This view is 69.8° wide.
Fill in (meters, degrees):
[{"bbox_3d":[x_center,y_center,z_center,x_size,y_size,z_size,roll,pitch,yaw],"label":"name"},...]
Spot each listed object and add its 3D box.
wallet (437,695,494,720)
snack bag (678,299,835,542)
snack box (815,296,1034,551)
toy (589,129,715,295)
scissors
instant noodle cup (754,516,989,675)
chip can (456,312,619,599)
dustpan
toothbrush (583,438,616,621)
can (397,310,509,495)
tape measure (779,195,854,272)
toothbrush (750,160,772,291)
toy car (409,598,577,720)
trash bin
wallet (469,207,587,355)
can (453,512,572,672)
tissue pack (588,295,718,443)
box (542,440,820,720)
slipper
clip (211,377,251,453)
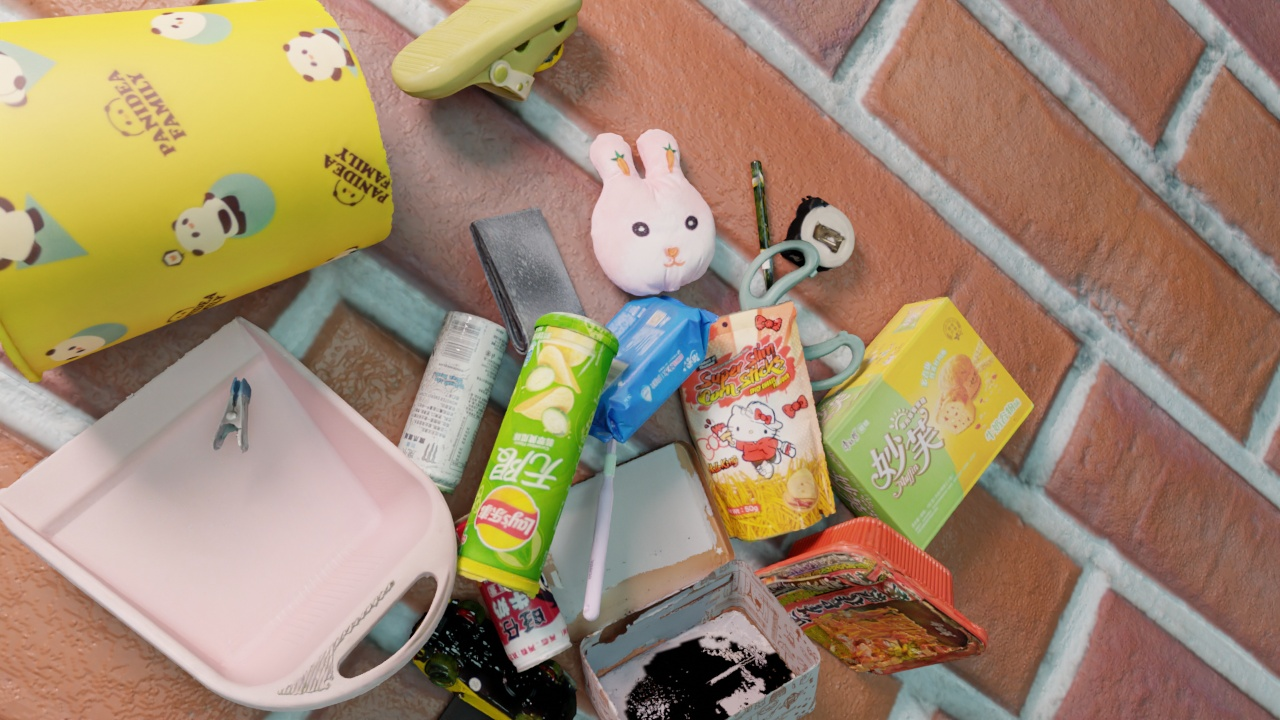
[{"bbox_3d":[-0.147,0.346,0.773,0.096,0.020,0.122,42,73,-17],"label":"wallet"},{"bbox_3d":[0.105,0.057,0.856,0.129,0.073,0.208,-14,94,10],"label":"snack bag"},{"bbox_3d":[0.276,0.062,0.924,0.209,0.070,0.157,-46,102,-18],"label":"snack box"},{"bbox_3d":[0.006,-0.139,0.848,0.121,0.054,0.159,-13,83,-21],"label":"toy"},{"bbox_3d":[0.132,-0.044,0.885,0.172,0.019,0.179,-2,94,-5],"label":"scissors"},{"bbox_3d":[0.210,0.216,0.853,0.189,0.165,0.078,37,51,-15],"label":"instant noodle cup"},{"bbox_3d":[-0.080,0.070,0.725,0.072,0.073,0.221,23,75,-18],"label":"chip can"},{"bbox_3d":[-0.270,0.109,0.659,0.273,0.139,0.221,49,58,-15],"label":"dustpan"},{"bbox_3d":[-0.033,0.129,0.785,0.021,0.029,0.188,35,46,-38],"label":"toothbrush"},{"bbox_3d":[-0.158,0.035,0.768,0.058,0.058,0.146,21,80,-18],"label":"can"},{"bbox_3d":[0.180,-0.123,0.920,0.066,0.034,0.065,26,79,-17],"label":"tape measure"},{"bbox_3d":[0.125,-0.106,0.906,0.012,0.017,0.186,-6,89,-5],"label":"toothbrush"},{"bbox_3d":[-0.122,0.262,0.765,0.156,0.041,0.071,38,37,-12],"label":"toy car"},{"bbox_3d":[-0.329,-0.136,0.637,0.254,0.230,0.229,-23,94,-27],"label":"trash bin"},{"bbox_3d":[-0.095,-0.071,0.796,0.097,0.019,0.121,-28,97,-57],"label":"wallet"},{"bbox_3d":[-0.106,0.186,0.761,0.053,0.053,0.132,-21,77,-21],"label":"can"},{"bbox_3d":[-0.005,0.005,0.810,0.157,0.095,0.052,-47,126,-17],"label":"tissue pack"},{"bbox_3d":[0.022,0.218,0.807,0.178,0.124,0.273,-22,67,-20],"label":"box"},{"bbox_3d":[-0.128,-0.265,0.797,0.190,0.092,0.082,-42,141,-28],"label":"slipper"},{"bbox_3d":[-0.297,0.041,0.677,0.029,0.025,0.057,5,61,-6],"label":"clip"}]
